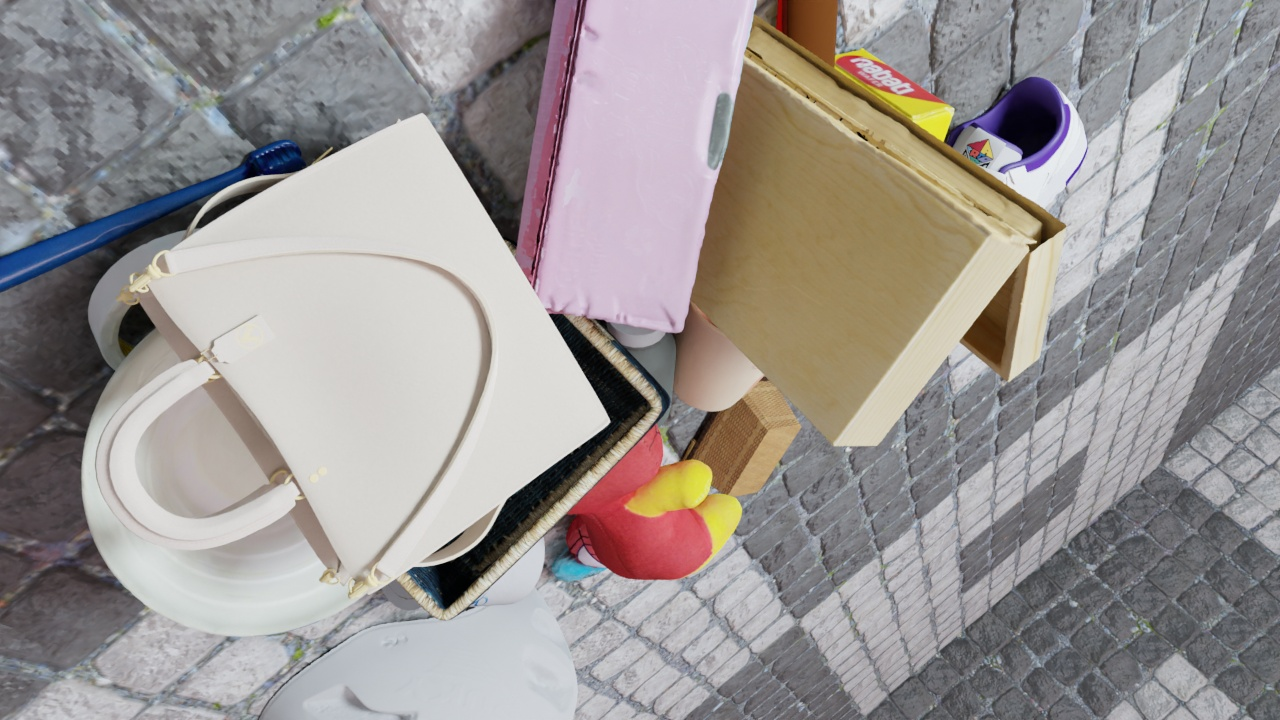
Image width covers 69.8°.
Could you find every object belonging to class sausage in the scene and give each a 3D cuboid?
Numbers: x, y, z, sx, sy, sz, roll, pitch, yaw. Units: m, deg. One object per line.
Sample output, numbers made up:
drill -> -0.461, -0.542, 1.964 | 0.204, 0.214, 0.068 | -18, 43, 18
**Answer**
sausage -> 0.103, -0.216, 0.568 | 0.040, 0.040, 0.156 | -31, 145, -14

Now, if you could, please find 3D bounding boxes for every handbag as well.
handbag -> -0.141, 0.013, 0.418 | 0.197, 0.101, 0.194 | -38, 105, -31

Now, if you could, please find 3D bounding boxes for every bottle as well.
bottle -> -0.004, 0.004, 0.690 | 0.060, 0.060, 0.109 | -25, 143, -23

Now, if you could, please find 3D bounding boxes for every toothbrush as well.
toothbrush -> -0.245, -0.058, 0.422 | 0.189, 0.017, 0.016 | -29, 143, -17

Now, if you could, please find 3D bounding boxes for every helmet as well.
helmet -> -0.195, 0.321, 0.828 | 0.282, 0.183, 0.225 | 3, 125, -21

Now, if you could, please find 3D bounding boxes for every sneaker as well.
sneaker -> 0.284, -0.140, 0.789 | 0.244, 0.092, 0.111 | -48, 145, 2

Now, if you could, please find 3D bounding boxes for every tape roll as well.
tape roll -> -0.224, -0.025, 0.463 | 0.094, 0.019, 0.094 | -30, 155, -16

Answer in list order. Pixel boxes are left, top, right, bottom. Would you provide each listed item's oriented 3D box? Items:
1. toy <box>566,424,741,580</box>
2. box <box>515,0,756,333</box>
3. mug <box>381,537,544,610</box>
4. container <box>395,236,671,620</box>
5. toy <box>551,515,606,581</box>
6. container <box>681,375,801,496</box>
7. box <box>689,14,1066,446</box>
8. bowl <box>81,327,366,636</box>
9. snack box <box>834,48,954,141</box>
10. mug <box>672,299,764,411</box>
toy -> -0.025, 0.087, 0.671 | 0.148, 0.098, 0.216 | -11, 139, 33
box -> 0.003, -0.130, 0.460 | 0.099, 0.080, 0.233 | 0, 107, -45
mug -> -0.128, 0.129, 0.695 | 0.096, 0.083, 0.120 | 15, 104, -51
container -> -0.094, 0.040, 0.558 | 0.187, 0.145, 0.071 | -45, 176, 5
toy -> -0.033, 0.167, 0.849 | 0.092, 0.062, 0.133 | 8, 135, -40
container -> 0.098, 0.075, 0.868 | 0.063, 0.061, 0.114 | -3, 131, -43
box -> 0.102, -0.090, 0.520 | 0.178, 0.248, 0.142 | -15, 139, -33
bowl -> -0.198, 0.049, 0.482 | 0.176, 0.058, 0.177 | -4, 96, -40
snack box -> 0.157, -0.117, 0.683 | 0.042, 0.092, 0.201 | -23, 142, -24
mug -> 0.071, -0.022, 0.727 | 0.111, 0.085, 0.105 | -53, 169, -40
